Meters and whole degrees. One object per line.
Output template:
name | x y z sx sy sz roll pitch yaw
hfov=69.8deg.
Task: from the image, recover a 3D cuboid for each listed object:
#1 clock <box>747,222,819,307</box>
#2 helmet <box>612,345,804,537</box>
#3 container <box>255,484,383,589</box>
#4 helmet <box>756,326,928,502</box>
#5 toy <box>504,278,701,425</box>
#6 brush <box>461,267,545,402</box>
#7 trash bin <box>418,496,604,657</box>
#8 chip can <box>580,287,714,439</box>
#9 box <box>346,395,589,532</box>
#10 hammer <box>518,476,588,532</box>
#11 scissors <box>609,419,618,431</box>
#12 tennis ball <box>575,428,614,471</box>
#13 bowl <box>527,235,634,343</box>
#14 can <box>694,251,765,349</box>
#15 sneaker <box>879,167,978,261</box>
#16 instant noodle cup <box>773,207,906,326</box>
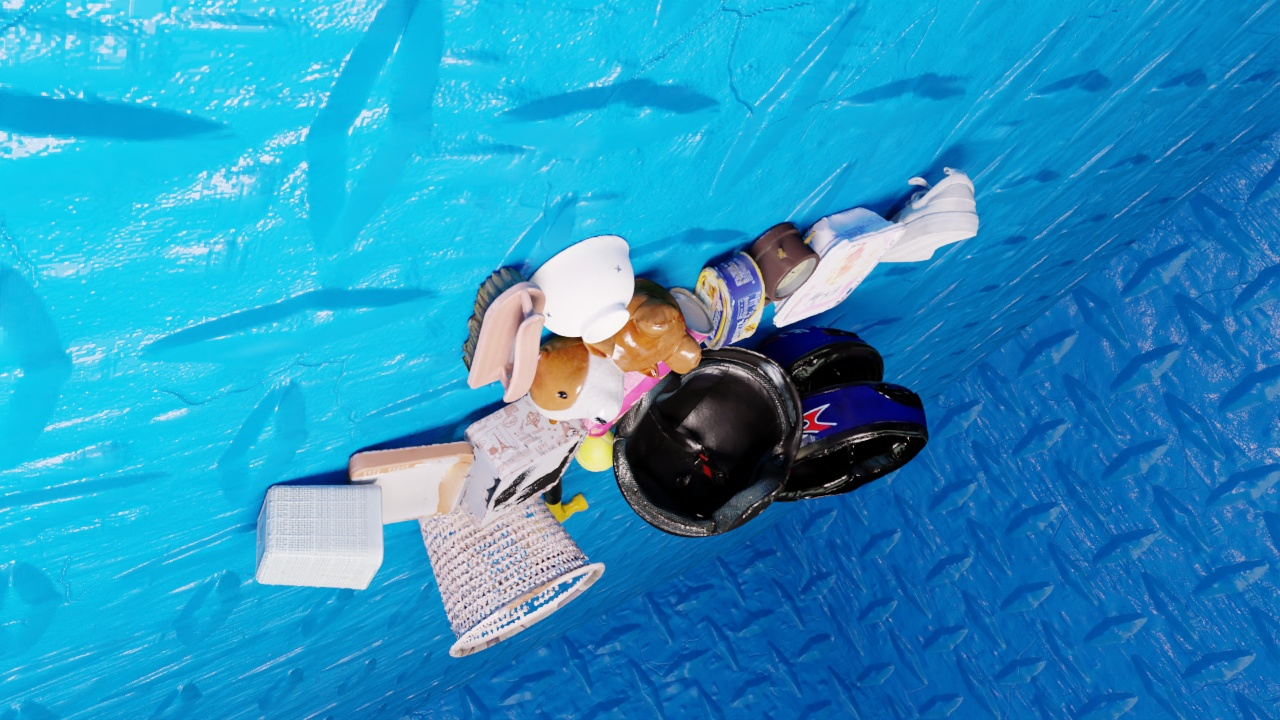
clock | 0.162 -0.106 1.079 0.081 0.055 0.122 -29 155 -28
helmet | 0.087 0.113 1.250 0.274 0.233 0.230 -42 173 -16
container | -0.331 0.180 0.944 0.111 0.090 0.090 8 143 -28
helmet | 0.270 0.065 1.396 0.247 0.240 0.317 10 149 -35
toy | -0.037 0.006 0.969 0.200 0.130 0.140 -25 145 10
brush | -0.118 -0.022 0.834 0.063 0.073 0.146 -21 157 -29
trash bin | -0.191 0.255 1.227 0.227 0.192 0.228 -29 162 -11
chip can | -0.006 0.006 1.086 0.211 0.071 0.071 -44 159 30
box | -0.208 0.133 1.069 0.259 0.105 0.179 -27 162 -33
hammer | -0.142 0.221 1.478 0.128 0.033 0.301 -28 161 -16
scissors | -0.043 0.095 1.351 0.168 0.014 0.156 -30 163 -1
tennis ball | -0.062 0.125 1.309 0.065 0.065 0.065 -29 161 -11
bowl | -0.048 -0.056 0.872 0.118 0.064 0.118 -29 162 -10
can | 0.101 -0.067 1.069 0.049 0.074 0.148 -24 159 -14
sneaker | 0.361 -0.186 1.199 0.089 0.090 0.242 1 175 -7
instant noodle cup | 0.238 -0.125 1.163 0.137 0.060 0.174 -20 159 -33
